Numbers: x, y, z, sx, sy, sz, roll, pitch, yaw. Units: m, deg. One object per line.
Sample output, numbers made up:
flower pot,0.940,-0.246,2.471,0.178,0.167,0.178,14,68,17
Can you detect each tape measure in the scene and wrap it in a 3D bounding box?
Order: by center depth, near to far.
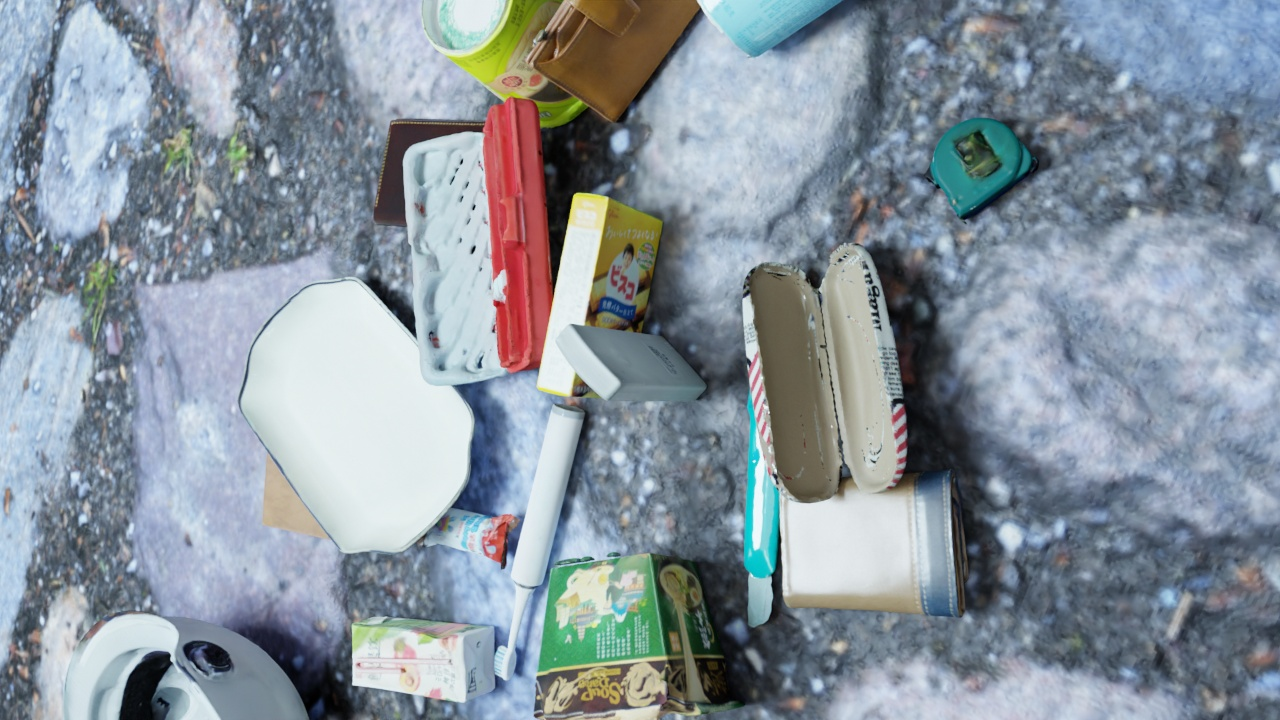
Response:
tape measure,0.211,-0.124,0.576,0.058,0.025,0.054,-37,72,20

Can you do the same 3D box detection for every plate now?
plate,-0.237,0.044,0.777,0.162,0.034,0.266,-48,64,2

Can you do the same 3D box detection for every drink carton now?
drink carton,-0.179,0.241,0.745,0.123,0.045,0.053,-3,86,28

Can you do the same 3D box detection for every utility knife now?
utility knife,0.084,0.092,0.635,0.029,0.013,0.185,2,86,31

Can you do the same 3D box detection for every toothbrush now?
toothbrush,-0.081,0.143,0.712,0.026,0.026,0.221,17,96,38

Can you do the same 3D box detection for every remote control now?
remote control,-0.004,0.004,0.618,0.019,0.135,0.056,-49,68,18

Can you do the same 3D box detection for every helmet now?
helmet,-0.374,0.336,0.785,0.258,0.145,0.229,44,105,31

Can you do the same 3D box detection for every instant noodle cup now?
instant noodle cup,0.098,-0.267,0.604,0.121,0.111,0.111,-34,72,29
instant noodle cup,-0.096,-0.246,0.688,0.112,0.123,0.111,-2,86,27

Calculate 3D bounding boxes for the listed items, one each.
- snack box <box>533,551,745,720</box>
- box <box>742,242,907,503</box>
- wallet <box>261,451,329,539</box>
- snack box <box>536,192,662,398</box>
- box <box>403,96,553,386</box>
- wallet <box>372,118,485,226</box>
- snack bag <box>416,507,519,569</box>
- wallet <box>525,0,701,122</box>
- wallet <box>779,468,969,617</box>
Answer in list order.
snack box,-0.004,0.191,0.631,0.118,0.117,0.105,-13,69,24
box,0.120,0.004,0.580,0.086,0.075,0.162,-28,60,48
wallet,-0.298,0.107,0.831,0.115,0.020,0.101,4,88,30
snack box,-0.028,-0.043,0.660,0.034,0.086,0.140,10,91,27
box,-0.119,-0.086,0.707,0.158,0.069,0.201,-11,81,42
wallet,-0.174,-0.159,0.782,0.122,0.020,0.096,9,87,28
snack bag,-0.142,0.137,0.743,0.105,0.026,0.045,6,93,30
wallet,-0.017,-0.245,0.650,0.131,0.119,0.035,-50,61,17
wallet,0.148,0.118,0.592,0.115,0.033,0.090,-6,81,28
